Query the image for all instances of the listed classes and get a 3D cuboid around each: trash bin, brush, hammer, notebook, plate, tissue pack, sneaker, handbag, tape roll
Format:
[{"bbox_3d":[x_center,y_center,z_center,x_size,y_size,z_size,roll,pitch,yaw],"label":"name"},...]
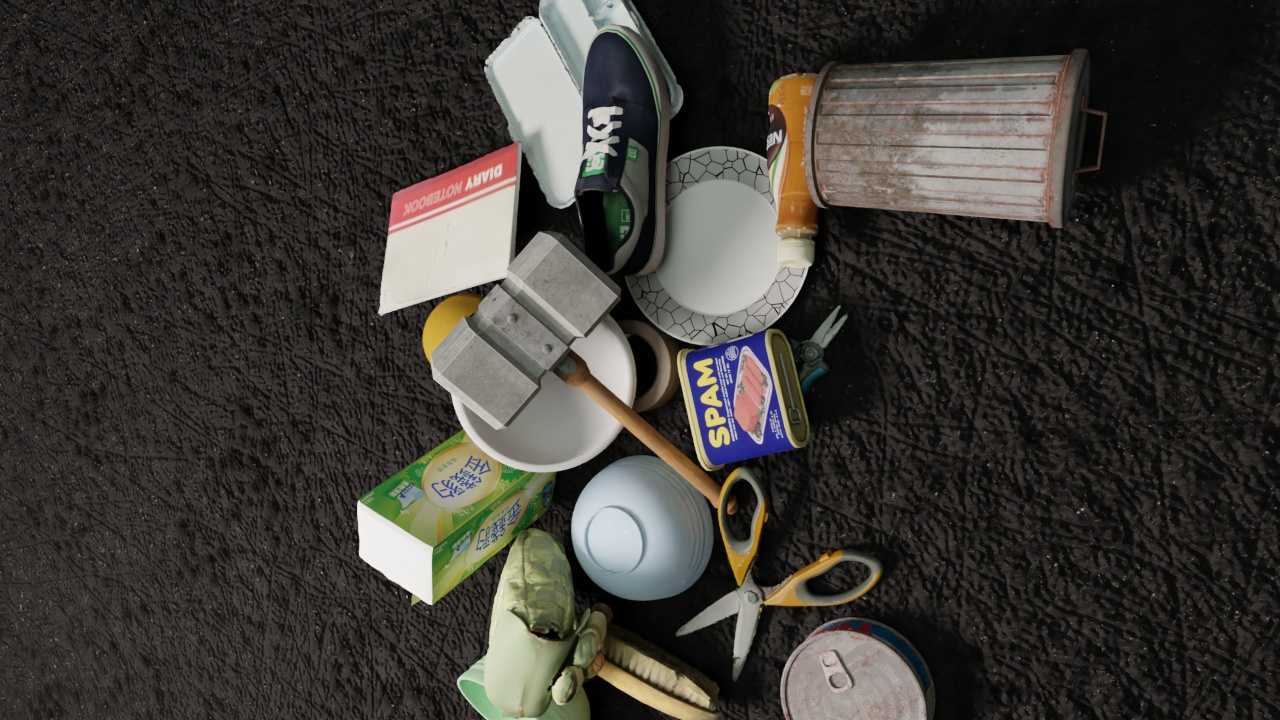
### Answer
[{"bbox_3d":[0.252,-0.177,0.732,0.211,0.130,0.131,9,96,28],"label":"trash bin"},{"bbox_3d":[-0.002,0.307,0.923,0.195,0.059,0.043,21,90,32],"label":"brush"},{"bbox_3d":[-0.020,0.045,0.848,0.317,0.083,0.162,42,89,-18],"label":"hammer"},{"bbox_3d":[-0.209,-0.141,0.997,0.209,0.012,0.153,-11,69,36],"label":"notebook"},{"bbox_3d":[0.072,-0.109,0.884,0.189,0.016,0.188,0,91,22],"label":"plate"},{"bbox_3d":[-0.186,0.171,0.948,0.120,0.197,0.142,29,128,29],"label":"tissue pack"},{"bbox_3d":[-0.026,-0.196,0.854,0.084,0.078,0.235,0,96,32],"label":"sneaker"},{"bbox_3d":[-0.085,0.252,0.897,0.117,0.186,0.113,16,115,-12],"label":"handbag"},{"bbox_3d":[-0.006,0.005,0.928,0.094,0.030,0.093,1,93,27],"label":"tape roll"}]

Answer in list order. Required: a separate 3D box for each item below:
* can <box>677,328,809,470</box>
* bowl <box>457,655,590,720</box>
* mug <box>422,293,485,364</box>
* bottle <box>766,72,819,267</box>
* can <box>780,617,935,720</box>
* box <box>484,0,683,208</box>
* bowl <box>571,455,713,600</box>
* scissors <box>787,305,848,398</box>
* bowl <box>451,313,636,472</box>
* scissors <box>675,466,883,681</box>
[{"bbox_3d":[0.095,0.035,0.841,0.092,0.056,0.116,-16,82,29],"label":"can"},{"bbox_3d":[-0.110,0.350,0.956,0.151,0.076,0.151,27,145,20],"label":"bowl"},{"bbox_3d":[-0.163,-0.008,0.965,0.100,0.124,0.094,-46,32,-10],"label":"mug"},{"bbox_3d":[0.141,-0.167,0.817,0.059,0.059,0.167,0,84,27],"label":"bottle"},{"bbox_3d":[0.195,0.302,0.829,0.130,0.044,0.130,1,93,27],"label":"can"},{"bbox_3d":[-0.065,-0.284,0.940,0.190,0.037,0.208,-40,68,31],"label":"box"},{"bbox_3d":[-0.010,0.173,0.913,0.151,0.074,0.150,1,93,27],"label":"bowl"},{"bbox_3d":[0.138,0.014,0.861,0.144,0.019,0.126,-11,86,26],"label":"scissors"},{"bbox_3d":[-0.095,0.017,0.900,0.176,0.066,0.176,-1,96,-8],"label":"bowl"},{"bbox_3d":[0.125,0.213,0.868,0.217,0.016,0.225,9,107,19],"label":"scissors"}]
